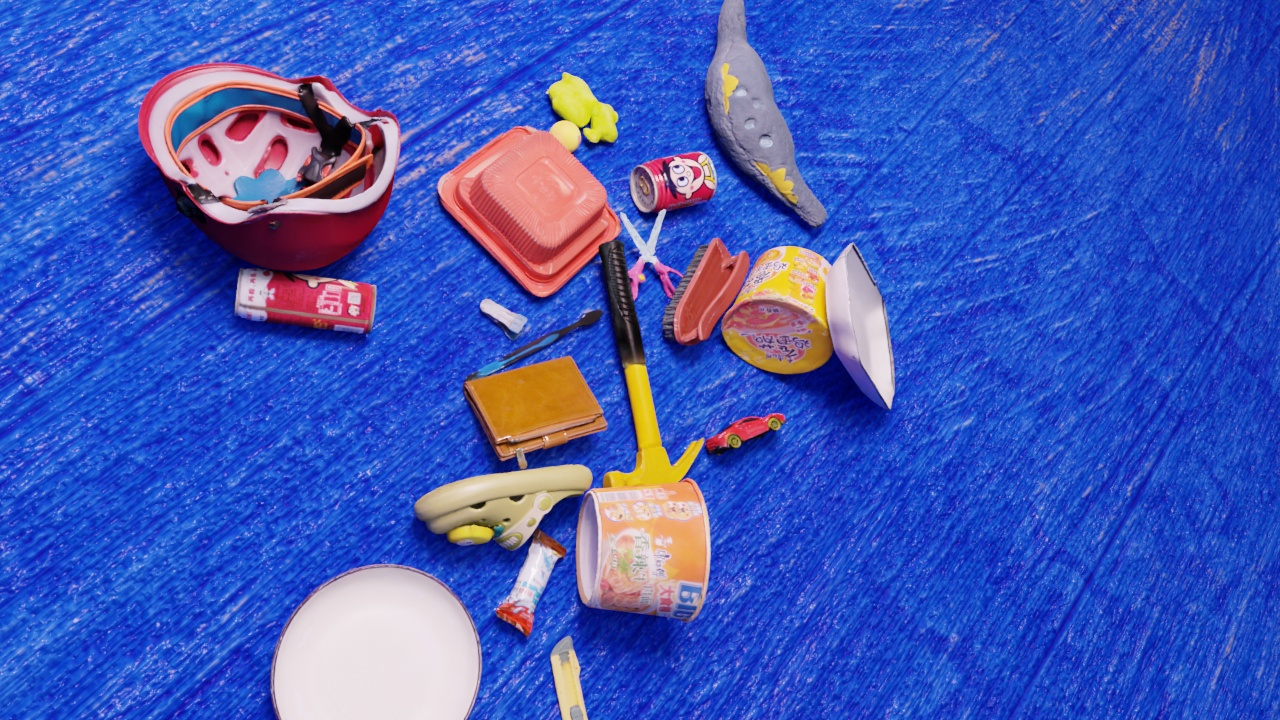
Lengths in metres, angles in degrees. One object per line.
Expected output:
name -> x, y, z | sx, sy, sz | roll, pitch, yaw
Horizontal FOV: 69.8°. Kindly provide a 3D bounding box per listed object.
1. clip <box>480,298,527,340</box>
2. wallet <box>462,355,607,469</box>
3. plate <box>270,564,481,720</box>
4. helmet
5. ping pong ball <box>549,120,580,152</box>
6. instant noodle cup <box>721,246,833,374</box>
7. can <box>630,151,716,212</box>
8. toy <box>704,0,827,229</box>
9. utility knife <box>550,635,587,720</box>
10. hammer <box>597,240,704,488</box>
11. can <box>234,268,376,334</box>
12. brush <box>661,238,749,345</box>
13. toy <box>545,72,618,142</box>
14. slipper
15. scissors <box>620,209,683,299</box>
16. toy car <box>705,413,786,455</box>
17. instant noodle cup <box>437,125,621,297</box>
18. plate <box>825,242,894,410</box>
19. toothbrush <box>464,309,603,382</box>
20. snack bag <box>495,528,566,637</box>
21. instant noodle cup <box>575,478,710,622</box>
clip -> -0.158, -0.050, 1.044 | 0.058, 0.043, 0.026 | 36, 64, 0
wallet -> -0.111, 0.053, 1.001 | 0.130, 0.035, 0.119 | -14, 57, -28
plate -> -0.249, 0.293, 0.872 | 0.192, 0.039, 0.192 | 8, 70, -21
helmet -> -0.370, -0.183, 0.928 | 0.240, 0.144, 0.206 | 26, 52, 5
ping pong ball -> -0.094, -0.277, 1.138 | 0.040, 0.040, 0.040 | 8, 69, -22
instant noodle cup -> 0.182, -0.067, 1.140 | 0.138, 0.138, 0.109 | 31, 55, -11
can -> 0.041, -0.225, 1.165 | 0.093, 0.067, 0.066 | -18, 80, -28
toy -> 0.151, -0.341, 1.243 | 0.137, 0.092, 0.356 | -10, 79, -39
utility knife -> -0.062, 0.382, 0.942 | 0.031, 0.020, 0.190 | -10, 81, -20
hammer -> -0.006, 0.006, 1.073 | 0.128, 0.033, 0.300 | -7, 80, -28
can -> -0.344, -0.061, 0.944 | 0.132, 0.053, 0.053 | 7, 70, -22
brush -> 0.081, -0.078, 1.123 | 0.063, 0.069, 0.145 | 51, 56, -36
toy -> -0.073, -0.320, 1.167 | 0.100, 0.031, 0.096 | 15, 57, -25
slipper -> -0.133, 0.154, 0.945 | 0.190, 0.092, 0.081 | -7, 78, -29
scissors -> 0.014, -0.123, 1.133 | 0.130, 0.017, 0.133 | 24, 80, -22
toy car -> 0.128, 0.085, 1.107 | 0.106, 0.049, 0.031 | -17, 82, -27
instant noodle cup -> -0.121, -0.188, 1.074 | 0.189, 0.079, 0.164 | 44, 61, -3
plate -> 0.275, -0.036, 1.145 | 0.265, 0.034, 0.161 | 37, 49, -58
toothbrush -> -0.120, -0.017, 1.054 | 0.189, 0.016, 0.014 | -29, 95, -26
snack bag -> -0.113, 0.232, 0.962 | 0.048, 0.026, 0.104 | 39, 61, -21
instant noodle cup -> -0.002, 0.197, 0.961 | 0.111, 0.152, 0.151 | 4, 70, -14
